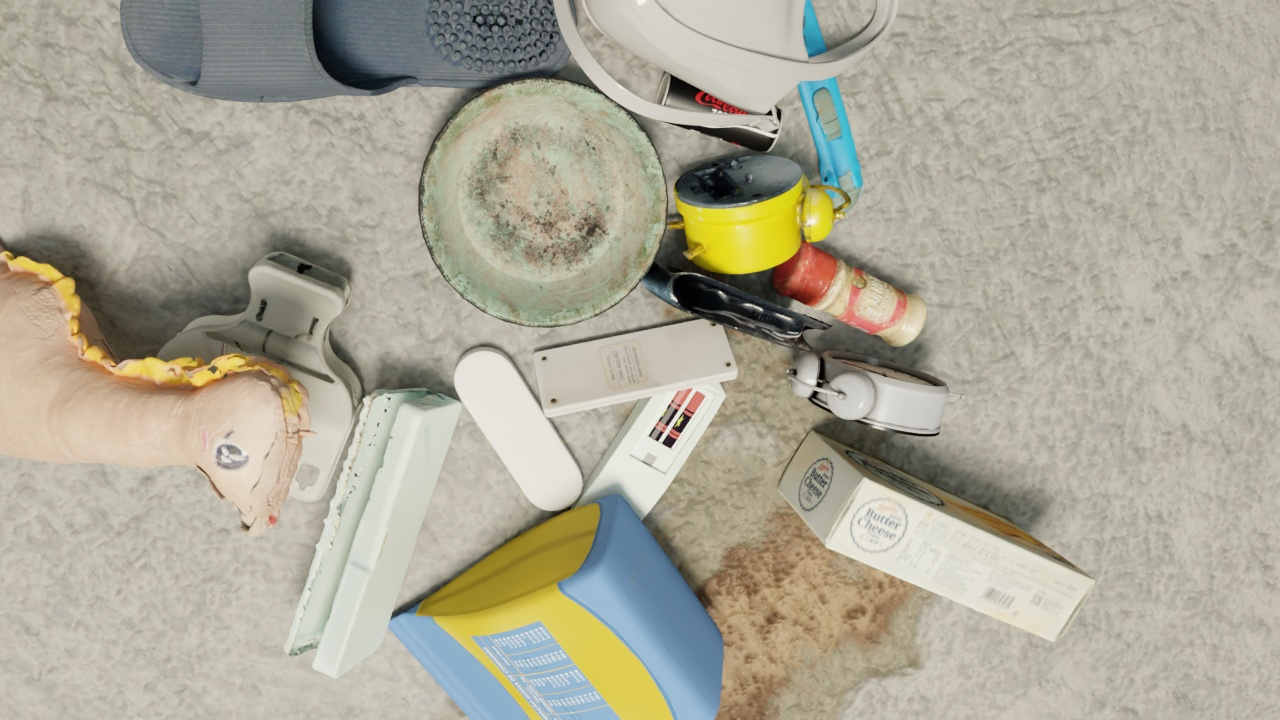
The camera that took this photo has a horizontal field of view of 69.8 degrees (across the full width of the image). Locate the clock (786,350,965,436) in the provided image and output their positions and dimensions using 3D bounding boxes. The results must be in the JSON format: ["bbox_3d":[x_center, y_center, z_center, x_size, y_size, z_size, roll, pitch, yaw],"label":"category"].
[{"bbox_3d":[0.157,0.020,0.639,0.122,0.094,0.035,8,102,-29],"label":"clock"}]

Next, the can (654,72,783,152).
[{"bbox_3d":[0.051,-0.162,0.601,0.080,0.031,0.031,14,104,-13],"label":"can"}]

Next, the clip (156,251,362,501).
[{"bbox_3d":[-0.240,0.002,0.598,0.126,0.097,0.152,22,90,-16],"label":"clip"}]

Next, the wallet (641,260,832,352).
[{"bbox_3d":[0.060,-0.036,0.612,0.115,0.089,0.026,19,97,-13],"label":"wallet"}]

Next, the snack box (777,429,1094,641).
[{"bbox_3d":[0.215,0.128,0.681,0.208,0.104,0.057,25,99,-15],"label":"snack box"}]

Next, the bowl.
[{"bbox_3d":[-0.063,-0.102,0.597,0.157,0.038,0.157,-3,107,-9],"label":"bowl"}]

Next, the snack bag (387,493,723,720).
[{"bbox_3d":[-0.065,0.211,0.672,0.206,0.102,0.159,-27,111,20],"label":"snack bag"}]

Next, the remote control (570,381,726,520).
[{"bbox_3d":[0.008,0.065,0.668,0.049,0.024,0.143,30,100,-17],"label":"remote control"}]

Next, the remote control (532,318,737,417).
[{"bbox_3d":[-0.004,0.004,0.637,0.135,0.050,0.011,-12,145,-6],"label":"remote control"}]

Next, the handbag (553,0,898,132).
[{"bbox_3d":[0.070,-0.235,0.551,0.222,0.096,0.216,11,98,-36],"label":"handbag"}]

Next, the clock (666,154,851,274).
[{"bbox_3d":[0.078,-0.100,0.597,0.118,0.083,0.057,-14,121,-5],"label":"clock"}]

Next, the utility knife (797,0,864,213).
[{"bbox_3d":[0.118,-0.182,0.616,0.031,0.015,0.179,-25,108,-7],"label":"utility knife"}]

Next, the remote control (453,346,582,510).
[{"bbox_3d":[-0.086,0.050,0.654,0.043,0.013,0.136,-30,109,1],"label":"remote control"}]

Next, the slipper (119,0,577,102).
[{"bbox_3d":[-0.166,-0.201,0.528,0.263,0.082,0.101,-2,105,-9],"label":"slipper"}]

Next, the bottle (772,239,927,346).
[{"bbox_3d":[0.148,-0.046,0.648,0.109,0.044,0.044,23,102,-17],"label":"bottle"}]

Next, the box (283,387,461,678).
[{"bbox_3d":[-0.178,0.114,0.628,0.083,0.066,0.199,6,107,-53],"label":"box"}]

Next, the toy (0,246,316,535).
[{"bbox_3d":[-0.297,-0.001,0.516,0.265,0.065,0.196,-2,101,27],"label":"toy"}]
